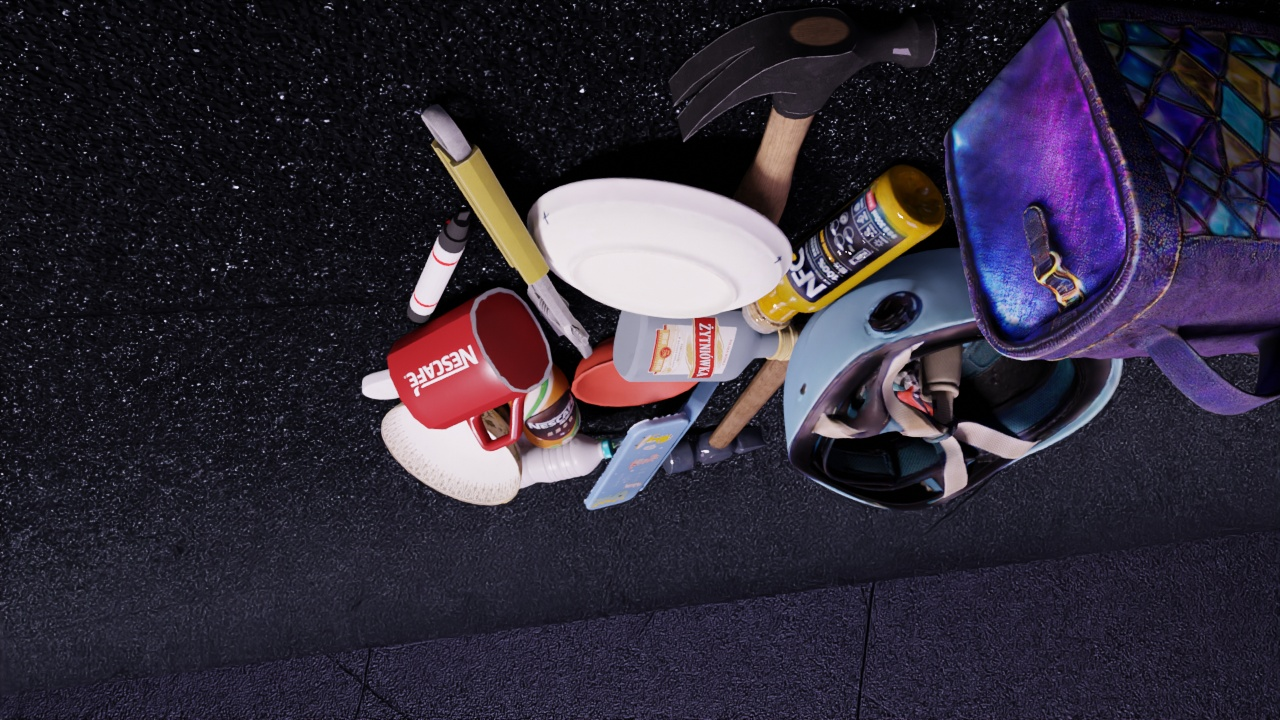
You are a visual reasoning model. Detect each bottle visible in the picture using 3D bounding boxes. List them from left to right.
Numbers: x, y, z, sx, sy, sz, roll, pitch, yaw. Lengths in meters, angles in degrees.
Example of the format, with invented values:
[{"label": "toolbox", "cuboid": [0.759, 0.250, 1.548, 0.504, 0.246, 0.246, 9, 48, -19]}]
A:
[{"label": "bottle", "cuboid": [-0.096, 0.022, 0.837, 0.059, 0.059, 0.167, -9, 149, 3]}, {"label": "bottle", "cuboid": [-0.095, 0.105, 0.963, 0.136, 0.044, 0.044, -13, 157, 12]}, {"label": "bottle", "cuboid": [0.060, -0.018, 0.781, 0.161, 0.046, 0.072, 0, 118, -27]}, {"label": "bottle", "cuboid": [0.143, -0.075, 0.690, 0.053, 0.053, 0.187, 5, 155, -29]}]

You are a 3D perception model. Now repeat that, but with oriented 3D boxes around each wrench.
[{"label": "wrench", "cuboid": [-0.083, -0.075, 0.615, 0.018, 0.083, 0.273, -39, 150, -7]}]

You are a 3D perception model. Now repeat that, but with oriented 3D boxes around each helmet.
[{"label": "helmet", "cuboid": [0.239, 0.001, 0.751, 0.266, 0.166, 0.225, -29, 137, 33]}]

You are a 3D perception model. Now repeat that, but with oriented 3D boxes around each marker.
[{"label": "marker", "cuboid": [-0.143, -0.067, 0.654, 0.019, 0.019, 0.146, 3, 155, -25]}]

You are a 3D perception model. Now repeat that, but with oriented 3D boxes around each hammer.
[{"label": "hammer", "cuboid": [0.120, 0.044, 0.988, 0.129, 0.040, 0.323, -11, 157, -18]}, {"label": "hammer", "cuboid": [0.075, -0.109, 0.611, 0.132, 0.040, 0.306, -8, 158, -9]}]

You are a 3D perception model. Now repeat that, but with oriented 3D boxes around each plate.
[{"label": "plate", "cuboid": [0.010, -0.065, 0.625, 0.182, 0.034, 0.182, 9, 163, 2]}]

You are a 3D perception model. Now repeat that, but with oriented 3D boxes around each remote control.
[{"label": "remote control", "cuboid": [-0.190, 0.012, 0.836, 0.137, 0.013, 0.043, -13, 157, 13]}]

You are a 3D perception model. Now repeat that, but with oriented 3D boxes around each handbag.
[{"label": "handbag", "cuboid": [0.301, -0.077, 0.518, 0.204, 0.221, 0.126, -1, 156, -18]}]

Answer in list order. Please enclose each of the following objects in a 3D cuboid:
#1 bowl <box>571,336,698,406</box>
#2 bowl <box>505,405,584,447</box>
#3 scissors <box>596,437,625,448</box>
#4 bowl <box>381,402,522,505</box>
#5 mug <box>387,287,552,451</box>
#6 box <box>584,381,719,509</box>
[{"label": "bowl", "cuboid": [-0.005, 0.005, 0.853, 0.122, 0.035, 0.122, -7, 158, -3]}, {"label": "bowl", "cuboid": [-0.121, 0.071, 0.975, 0.119, 0.032, 0.119, -7, 158, -3]}, {"label": "scissors", "cuboid": [-0.041, 0.096, 1.069, 0.174, 0.033, 0.065, -3, -165, -21]}, {"label": "bowl", "cuboid": [-0.169, 0.070, 0.878, 0.145, 0.063, 0.145, 14, 139, 12]}, {"label": "mug", "cuboid": [-0.127, 0.014, 0.727, 0.097, 0.116, 0.080, -23, -171, 32]}, {"label": "box", "cuboid": [0.013, 0.096, 0.981, 0.126, 0.039, 0.210, -36, 166, -33]}]
